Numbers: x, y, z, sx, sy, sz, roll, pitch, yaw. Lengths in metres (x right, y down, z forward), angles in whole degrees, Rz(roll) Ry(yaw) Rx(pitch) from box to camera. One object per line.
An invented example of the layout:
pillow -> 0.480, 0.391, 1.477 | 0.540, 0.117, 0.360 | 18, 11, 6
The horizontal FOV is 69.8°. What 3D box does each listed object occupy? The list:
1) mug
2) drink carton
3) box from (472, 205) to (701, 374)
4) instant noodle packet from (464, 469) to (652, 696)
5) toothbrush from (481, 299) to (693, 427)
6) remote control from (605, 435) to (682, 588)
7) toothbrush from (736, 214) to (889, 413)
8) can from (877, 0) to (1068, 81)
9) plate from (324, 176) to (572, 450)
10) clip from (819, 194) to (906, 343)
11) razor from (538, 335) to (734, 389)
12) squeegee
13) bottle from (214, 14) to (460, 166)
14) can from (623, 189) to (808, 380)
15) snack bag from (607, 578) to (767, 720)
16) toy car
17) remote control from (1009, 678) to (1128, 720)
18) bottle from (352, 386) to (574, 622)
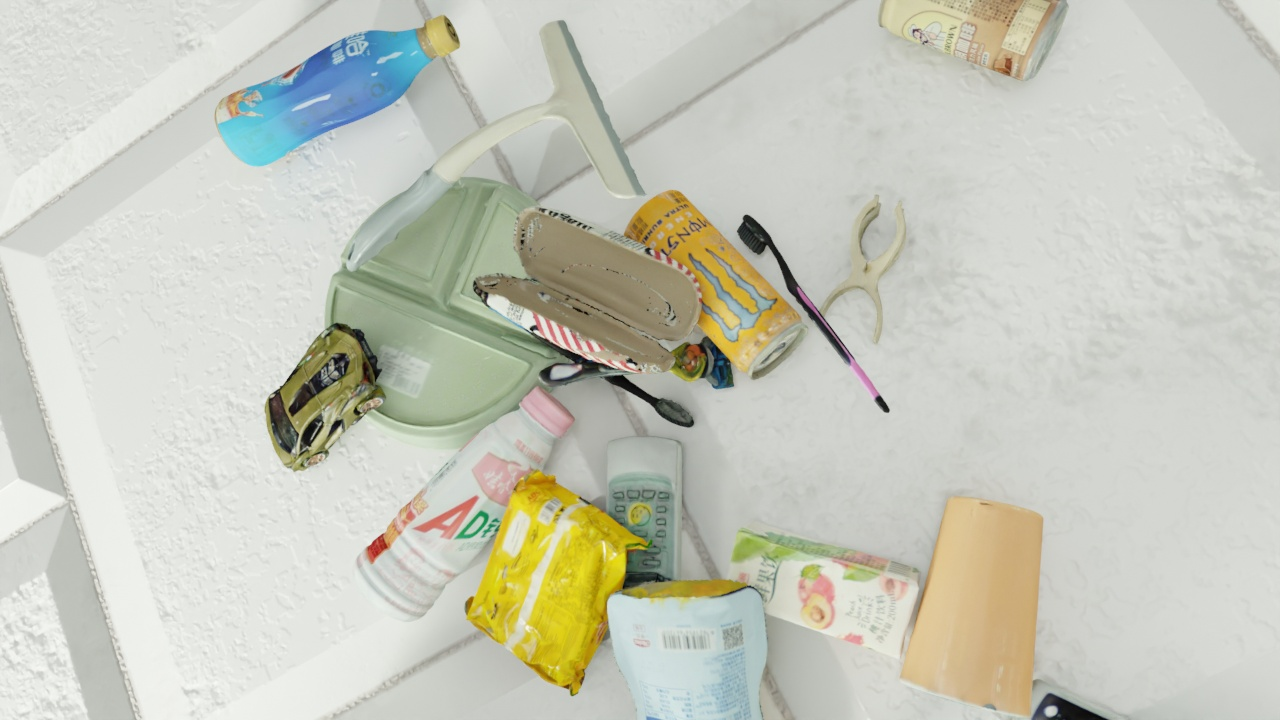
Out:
mug -> 0.213, 0.152, 0.578 | 0.078, 0.078, 0.122 | 10, 78, 18
drink carton -> 0.121, 0.150, 0.617 | 0.123, 0.045, 0.053 | 14, 98, 20
box -> -0.038, -0.054, 0.653 | 0.162, 0.075, 0.086 | 24, 105, 24
instant noodle packet -> -0.061, 0.155, 0.659 | 0.111, 0.044, 0.128 | 28, 100, 23
toothbrush -> -0.041, -0.001, 0.689 | 0.189, 0.016, 0.014 | 31, 83, 7
remote control -> 0.002, 0.123, 0.671 | 0.056, 0.019, 0.135 | -2, 80, 17
toothbrush -> 0.118, -0.035, 0.647 | 0.018, 0.014, 0.189 | -51, 55, 33
can -> 0.232, -0.243, 0.644 | 0.116, 0.058, 0.058 | 29, 90, 19
plate -> -0.159, -0.043, 0.744 | 0.230, 0.027, 0.230 | -3, 80, 17
clip -> 0.162, -0.065, 0.649 | 0.072, 0.034, 0.100 | 20, 92, 18
razor -> -0.004, 0.004, 0.671 | 0.142, 0.022, 0.042 | -5, 70, -2
squeegee -> -0.140, -0.145, 0.704 | 0.247, 0.039, 0.246 | -31, 49, 13
bottle -> -0.256, -0.235, 0.786 | 0.219, 0.065, 0.065 | -20, 75, 12
can -> 0.053, -0.056, 0.666 | 0.058, 0.058, 0.146 | -43, 72, 6
snack bag -> 0.040, 0.244, 0.617 | 0.110, 0.038, 0.191 | -7, 95, 7
toy car -> -0.258, 0.033, 0.734 | 0.158, 0.042, 0.070 | -43, 71, 30
remote control -> 0.302, 0.253, 0.559 | 0.150, 0.021, 0.058 | 22, 87, 18
bottle -> -0.128, 0.105, 0.692 | 0.068, 0.068, 0.197 | 42, 90, 19
